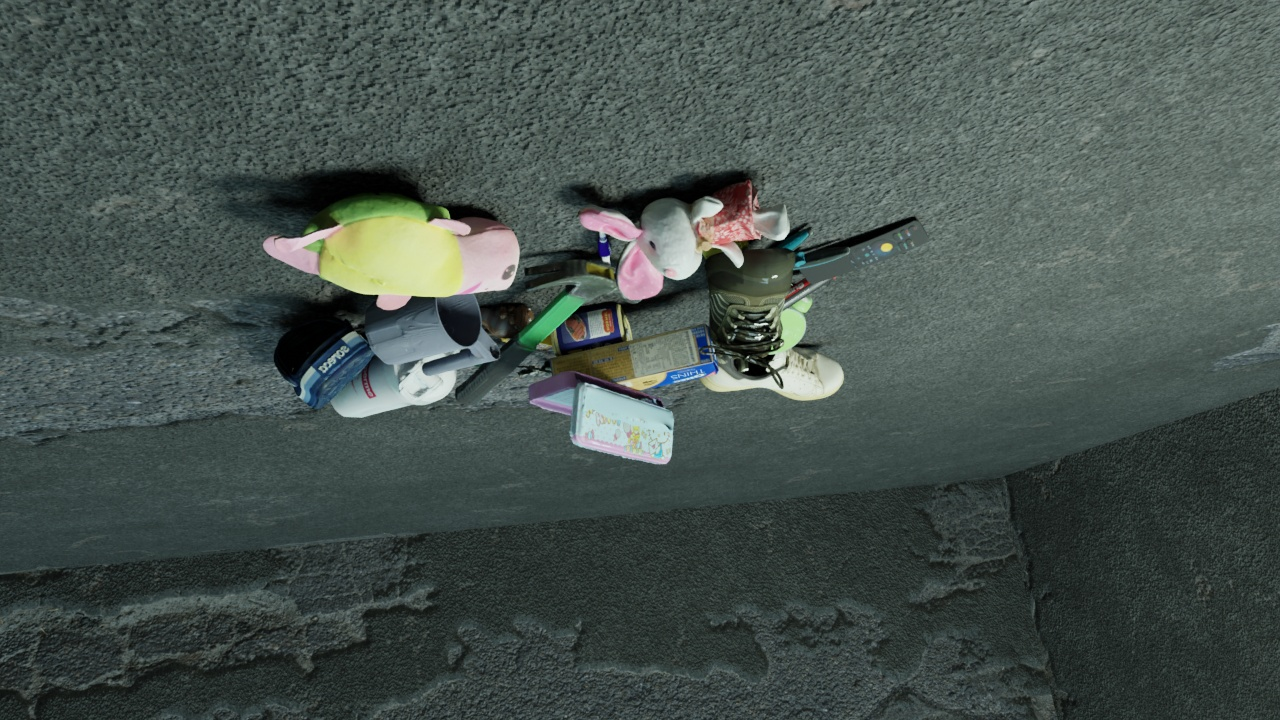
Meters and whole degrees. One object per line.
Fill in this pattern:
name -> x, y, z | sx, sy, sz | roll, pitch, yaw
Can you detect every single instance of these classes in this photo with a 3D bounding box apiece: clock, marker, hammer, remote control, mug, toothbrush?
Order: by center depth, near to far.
toothbrush -> -0.038, -0.121, 0.994 | 0.016, 0.015, 0.187 | -11, 164, -4
marker -> 0.060, -0.120, 1.033 | 0.124, 0.017, 0.021 | -13, -153, 20
mug -> -0.237, -0.031, 1.051 | 0.104, 0.083, 0.124 | -14, 137, 23
remote control -> 0.262, -0.130, 1.087 | 0.152, 0.020, 0.041 | -18, 136, 30
hammer -> -0.138, -0.025, 1.106 | 0.130, 0.032, 0.320 | 13, 145, -35
marker -> 0.181, -0.077, 1.156 | 0.145, 0.023, 0.021 | -33, 180, 13
clock -> 0.177, -0.056, 1.212 | 0.094, 0.042, 0.119 | -7, 132, -9

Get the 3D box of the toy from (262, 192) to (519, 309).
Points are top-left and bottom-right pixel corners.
toy -> -0.218, -0.103, 0.847 | 0.237, 0.087, 0.191 | 0, 157, -32

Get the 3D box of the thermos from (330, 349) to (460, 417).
thermos -> -0.328, 0.027, 1.215 | 0.099, 0.099, 0.221 | 9, 161, -44

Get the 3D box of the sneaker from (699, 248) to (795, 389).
sneaker -> 0.117, -0.040, 1.039 | 0.101, 0.143, 0.238 | -1, 170, 0

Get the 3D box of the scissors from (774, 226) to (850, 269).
scissors -> 0.171, -0.122, 1.076 | 0.156, 0.019, 0.124 | -6, 160, 9

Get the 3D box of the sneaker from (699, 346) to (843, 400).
sneaker -> 0.212, 0.001, 1.407 | 0.241, 0.088, 0.103 | 2, 153, -18

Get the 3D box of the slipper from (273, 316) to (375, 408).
slipper -> -0.379, -0.008, 1.091 | 0.095, 0.105, 0.253 | 44, 162, -13

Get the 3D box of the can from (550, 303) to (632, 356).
can -> -0.062, -0.030, 1.212 | 0.092, 0.056, 0.116 | -11, 163, 5

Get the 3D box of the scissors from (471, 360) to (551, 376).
scissors -> -0.177, 0.005, 1.287 | 0.202, 0.015, 0.201 | 10, -176, 6

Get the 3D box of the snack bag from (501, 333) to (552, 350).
snack bag -> -0.151, -0.030, 1.231 | 0.026, 0.020, 0.099 | -19, 160, 35

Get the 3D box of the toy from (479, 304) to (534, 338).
toy -> -0.174, -0.045, 1.134 | 0.101, 0.041, 0.055 | 3, 144, -13

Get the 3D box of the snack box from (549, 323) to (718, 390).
snack box -> -0.007, 0.007, 1.167 | 0.207, 0.056, 0.057 | -12, 160, 7

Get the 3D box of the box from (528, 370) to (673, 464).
box -> -0.039, 0.081, 1.132 | 0.089, 0.092, 0.214 | -20, 158, 28

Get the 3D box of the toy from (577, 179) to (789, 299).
toy -> 0.049, -0.125, 0.910 | 0.194, 0.084, 0.159 | -10, 149, 11
